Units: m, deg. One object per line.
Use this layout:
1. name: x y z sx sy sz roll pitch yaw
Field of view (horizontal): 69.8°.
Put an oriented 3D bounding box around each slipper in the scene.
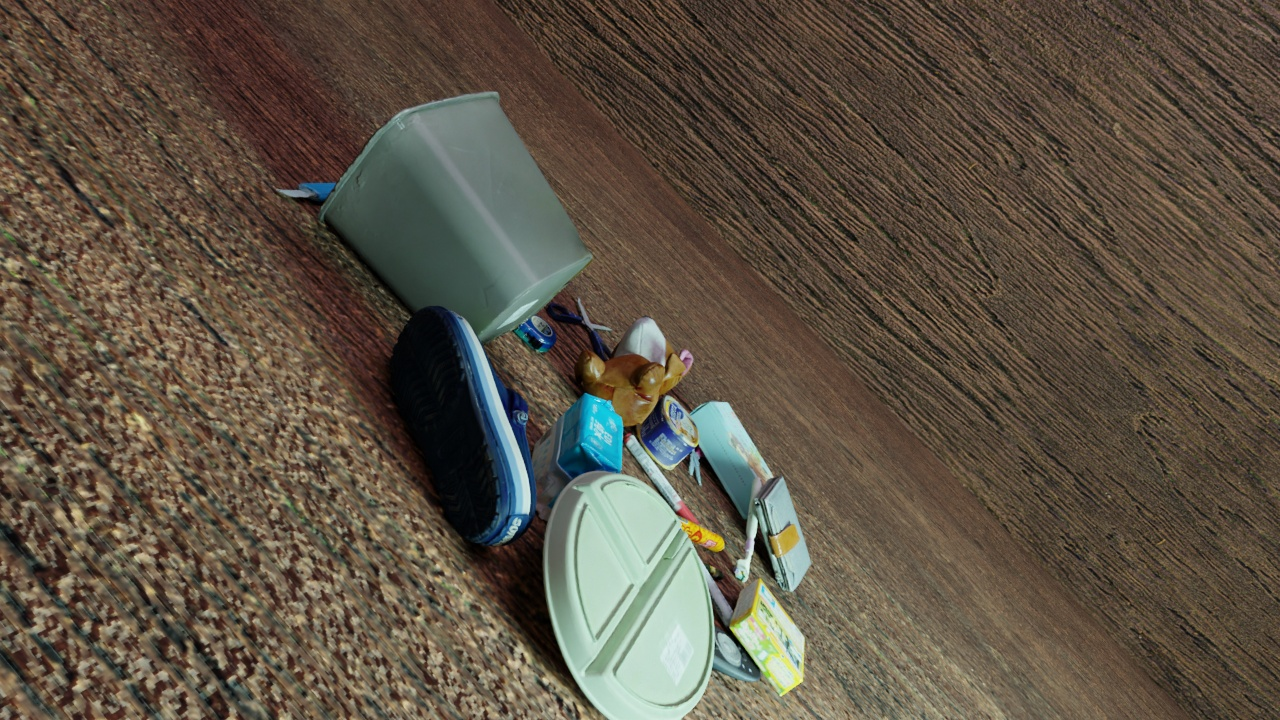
1. slipper: -0.145 0.050 0.822 0.095 0.105 0.252 14 37 -46

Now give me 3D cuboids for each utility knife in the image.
1. utility knife: -0.354 -0.193 1.056 0.034 0.018 0.185 32 16 10

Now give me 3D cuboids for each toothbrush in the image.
1. toothbrush: 0.030 0.208 1.021 0.185 0.012 0.017 33 30 -34
2. toothbrush: 0.141 0.211 1.186 0.189 0.020 0.029 -68 143 -56

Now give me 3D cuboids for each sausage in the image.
1. sausage: 0.047 0.194 1.077 0.165 0.021 0.021 31 22 -37

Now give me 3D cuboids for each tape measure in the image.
1. tape measure: -0.135 -0.035 1.182 0.054 0.025 0.058 45 21 -6

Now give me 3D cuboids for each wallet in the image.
1. wallet: 0.192 0.228 1.218 0.106 0.037 0.130 -28 101 -67

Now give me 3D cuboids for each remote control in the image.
1. remote control: 0.068 0.284 0.914 0.136 0.024 0.053 39 15 -27

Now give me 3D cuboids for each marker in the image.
1. marker: 0.066 0.233 1.011 0.145 0.017 0.016 57 20 13
2. marker: 0.024 0.149 1.138 0.145 0.017 0.017 52 19 22

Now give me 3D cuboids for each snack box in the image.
1. snack box: 0.140 0.296 0.995 0.087 0.034 0.140 53 8 5
2. snack box: 0.137 0.142 1.323 0.174 0.052 0.074 60 22 16

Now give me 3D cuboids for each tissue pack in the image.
1. tissue pack: -0.062 0.099 0.927 0.063 0.090 0.139 39 18 -16

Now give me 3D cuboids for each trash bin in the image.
1. trash bin: -0.192 -0.142 1.008 0.220 0.199 0.198 53 37 0

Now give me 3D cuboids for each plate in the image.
1. plate: -0.001 0.203 0.801 0.230 0.028 0.229 38 39 -39

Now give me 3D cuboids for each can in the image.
1. can: 0.037 0.093 1.212 0.074 0.049 0.148 46 10 -5

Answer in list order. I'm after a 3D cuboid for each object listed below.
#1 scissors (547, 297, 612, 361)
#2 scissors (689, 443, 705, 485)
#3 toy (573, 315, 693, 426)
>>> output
1. scissors: -0.082 -0.051 1.367 0.162 0.012 0.175 28 23 -44
2. scissors: 0.083 0.141 1.305 0.077 0.017 0.137 46 19 -27
3. toy: -0.007 0.007 1.201 0.140 0.130 0.199 13 13 17
